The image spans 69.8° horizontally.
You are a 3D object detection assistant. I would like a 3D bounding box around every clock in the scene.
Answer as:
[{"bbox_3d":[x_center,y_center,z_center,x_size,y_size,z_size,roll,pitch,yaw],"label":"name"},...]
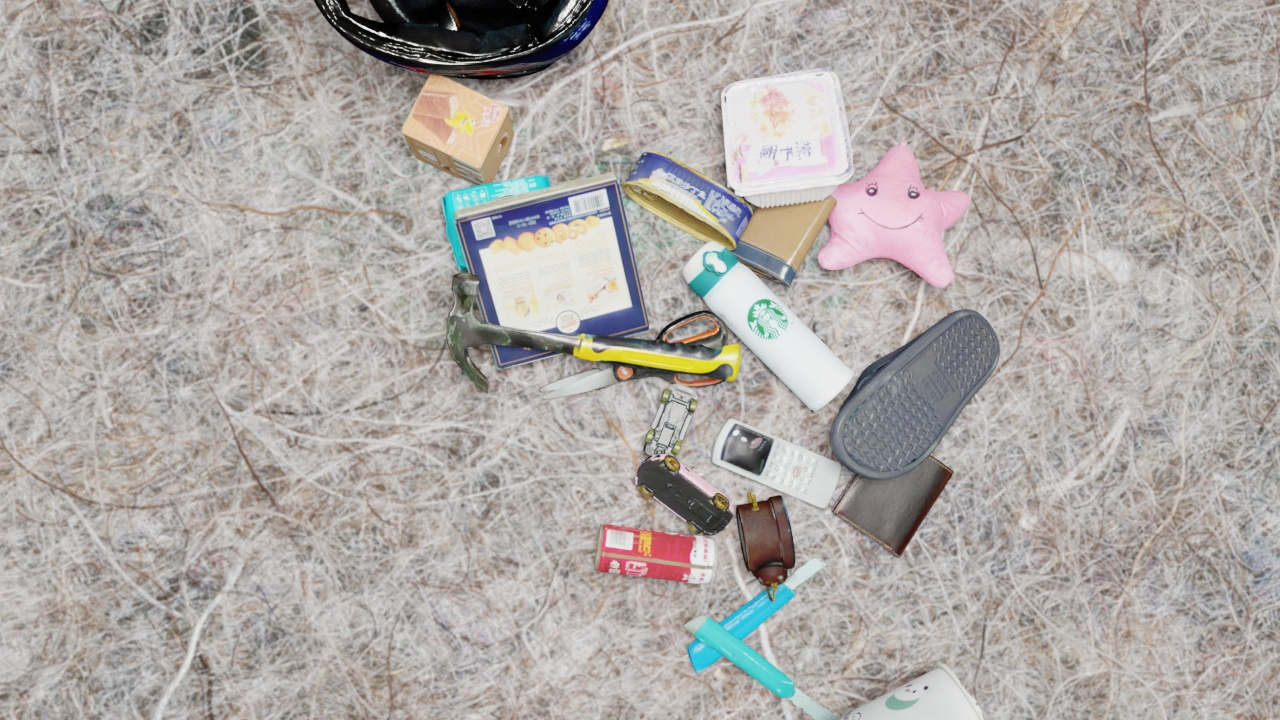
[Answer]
[{"bbox_3d":[0.141,0.208,1.027,0.055,0.082,0.122,-8,85,0],"label":"clock"}]

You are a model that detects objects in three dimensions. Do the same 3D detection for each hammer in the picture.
[{"bbox_3d":[-0.050,-0.012,1.008,0.323,0.032,0.126,8,112,-9],"label":"hammer"}]

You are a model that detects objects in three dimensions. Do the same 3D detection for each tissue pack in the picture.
[{"bbox_3d":[-0.155,-0.157,1.050,0.133,0.050,0.093,-12,86,-5],"label":"tissue pack"}]

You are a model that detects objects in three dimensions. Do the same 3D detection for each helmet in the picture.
[{"bbox_3d":[-0.187,-0.424,0.970,0.315,0.240,0.248,-10,115,-11],"label":"helmet"}]

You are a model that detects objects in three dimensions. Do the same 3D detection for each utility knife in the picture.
[{"bbox_3d":[0.134,0.287,1.051,0.194,0.018,0.034,-36,99,-6],"label":"utility knife"},{"bbox_3d":[0.141,0.355,1.039,0.223,0.013,0.029,39,84,-8],"label":"utility knife"}]

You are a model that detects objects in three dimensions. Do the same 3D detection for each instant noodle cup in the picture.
[{"bbox_3d":[0.165,-0.245,1.042,0.138,0.060,0.173,-6,59,9],"label":"instant noodle cup"}]

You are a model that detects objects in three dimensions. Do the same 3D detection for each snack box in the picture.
[{"bbox_3d":[-0.094,-0.098,1.016,0.178,0.045,0.183,-14,114,-5],"label":"snack box"},{"bbox_3d":[-0.203,-0.256,1.033,0.094,0.093,0.077,25,84,-1],"label":"snack box"}]

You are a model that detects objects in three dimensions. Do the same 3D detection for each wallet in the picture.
[{"bbox_3d":[0.163,-0.151,1.061,0.090,0.033,0.115,30,91,34],"label":"wallet"},{"bbox_3d":[0.295,0.153,1.073,0.096,0.020,0.122,34,85,4],"label":"wallet"}]

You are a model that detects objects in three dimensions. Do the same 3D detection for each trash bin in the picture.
[{"bbox_3d":[0.247,0.469,0.951,0.252,0.229,0.229,-22,87,0],"label":"trash bin"}]

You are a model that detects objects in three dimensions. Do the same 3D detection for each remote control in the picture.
[{"bbox_3d":[0.157,0.119,1.064,0.150,0.021,0.058,22,84,-3],"label":"remote control"}]

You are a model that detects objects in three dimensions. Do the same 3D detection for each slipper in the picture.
[{"bbox_3d":[0.308,0.041,1.059,0.267,0.083,0.110,-38,97,-23],"label":"slipper"}]

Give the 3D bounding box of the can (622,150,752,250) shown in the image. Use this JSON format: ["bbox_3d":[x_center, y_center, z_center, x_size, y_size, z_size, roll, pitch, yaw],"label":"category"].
[{"bbox_3d":[0.055,-0.184,1.055,0.148,0.075,0.049,29,81,-1],"label":"can"}]

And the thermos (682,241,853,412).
[{"bbox_3d":[0.142,-0.043,1.050,0.224,0.073,0.073,45,84,0],"label":"thermos"}]

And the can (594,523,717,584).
[{"bbox_3d":[0.017,0.218,1.031,0.132,0.053,0.053,8,85,-3],"label":"can"}]

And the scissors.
[{"bbox_3d":[0.000,0.022,1.058,0.235,0.021,0.143,-35,111,10],"label":"scissors"}]

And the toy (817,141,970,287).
[{"bbox_3d":[0.282,-0.177,1.069,0.195,0.075,0.178,11,73,8],"label":"toy"}]

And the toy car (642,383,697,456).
[{"bbox_3d":[0.034,0.071,1.052,0.042,0.035,0.090,22,88,-3],"label":"toy car"}]

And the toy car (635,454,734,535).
[{"bbox_3d":[0.051,0.150,1.041,0.122,0.037,0.056,38,114,-6],"label":"toy car"}]
